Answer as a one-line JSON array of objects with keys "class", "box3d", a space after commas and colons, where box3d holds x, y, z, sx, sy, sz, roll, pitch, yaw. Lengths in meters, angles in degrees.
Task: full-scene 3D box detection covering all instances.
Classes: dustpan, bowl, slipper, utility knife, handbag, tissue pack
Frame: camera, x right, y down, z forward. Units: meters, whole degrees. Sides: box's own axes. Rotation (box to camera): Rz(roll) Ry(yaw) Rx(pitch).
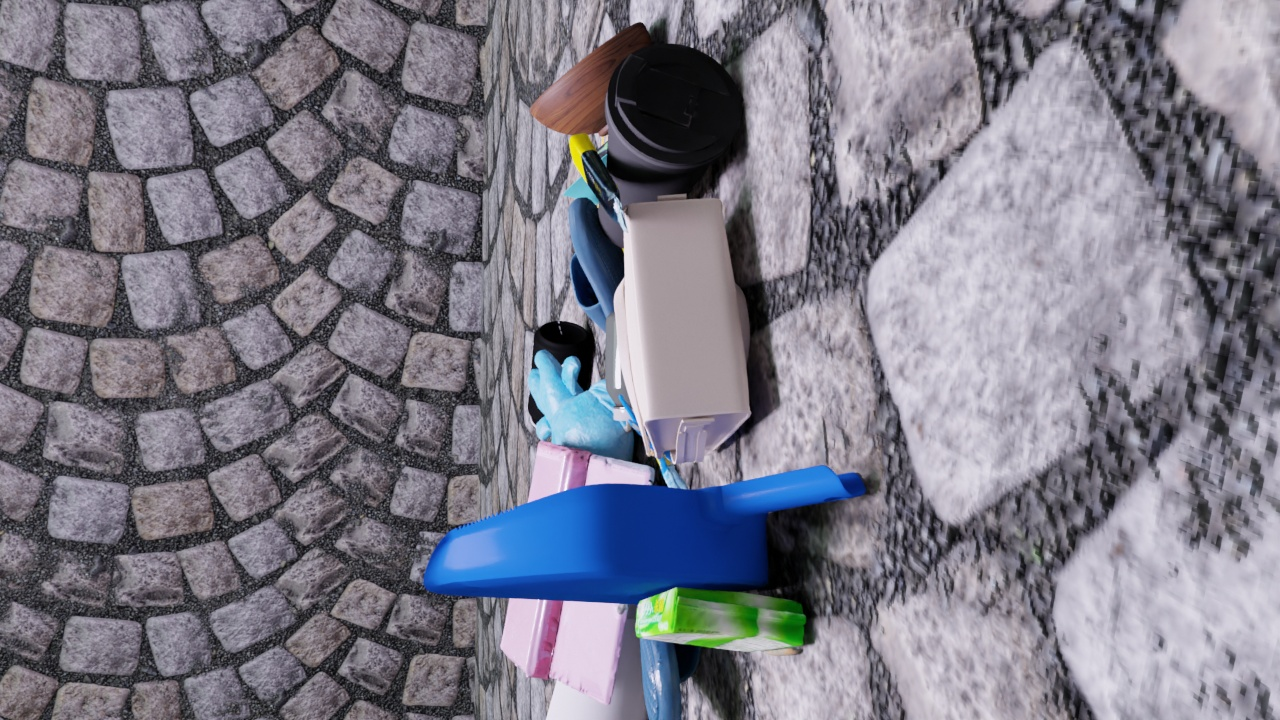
[{"class": "dustpan", "box3d": [0.032, 0.120, 0.605, 0.258, 0.245, 0.059, -19, 64, 43]}, {"class": "bowl", "box3d": [-0.037, -0.277, 0.955, 0.069, 0.147, 0.147, 52, 169, -10]}, {"class": "slipper", "box3d": [0.027, 0.248, 0.813, 0.213, 0.059, 0.104, -95, 3, -72]}, {"class": "utility knife", "box3d": [-0.032, -0.144, 0.735, 0.186, 0.020, 0.029, -114, 12, -56]}, {"class": "slipper", "box3d": [-0.045, -0.085, 0.966, 0.214, 0.059, 0.103, 65, -163, -60]}, {"class": "handbag", "box3d": [0.029, -0.009, 0.760, 0.198, 0.101, 0.194, 96, 169, -71]}, {"class": "bowl", "box3d": [-0.018, -0.191, 0.944, 0.046, 0.121, 0.121, 51, 167, -8]}, {"class": "tissue pack", "box3d": [0.054, 0.183, 0.640, 0.114, 0.099, 0.034, 126, 152, -65]}]

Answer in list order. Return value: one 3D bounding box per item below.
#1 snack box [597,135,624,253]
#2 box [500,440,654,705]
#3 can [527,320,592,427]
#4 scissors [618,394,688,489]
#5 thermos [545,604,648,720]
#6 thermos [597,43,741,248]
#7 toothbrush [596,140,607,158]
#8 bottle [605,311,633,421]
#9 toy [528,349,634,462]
[{"class": "snack box", "box3d": [-0.030, -0.191, 1.072, 0.075, 0.025, 0.152, -133, 45, -68]}, {"class": "box", "box3d": [-0.074, 0.204, 0.921, 0.181, 0.050, 0.232, 4, 83, 52]}, {"class": "can", "box3d": [-0.114, 0.024, 1.283, 0.080, 0.080, 0.146, -113, 27, -55]}, {"class": "scissors", "box3d": [0.013, 0.083, 0.817, 0.132, 0.020, 0.097, 46, -164, -57]}, {"class": "thermos", "box3d": [-0.041, 0.356, 0.963, 0.131, 0.131, 0.222, -143, 61, -71]}, {"class": "thermos", "box3d": [0.011, -0.171, 0.796, 0.219, 0.105, 0.105, 120, 147, -71]}, {"class": "toothbrush", "box3d": [-0.037, -0.237, 1.025, 0.014, 0.017, 0.188, 64, 164, -8]}, {"class": "bottle", "box3d": [-0.005, 0.005, 0.921, 0.060, 0.060, 0.108, 180, 90, -75]}, {"class": "toy", "box3d": [-0.066, 0.066, 1.060, 0.180, 0.114, 0.184, 55, 139, 29]}]
